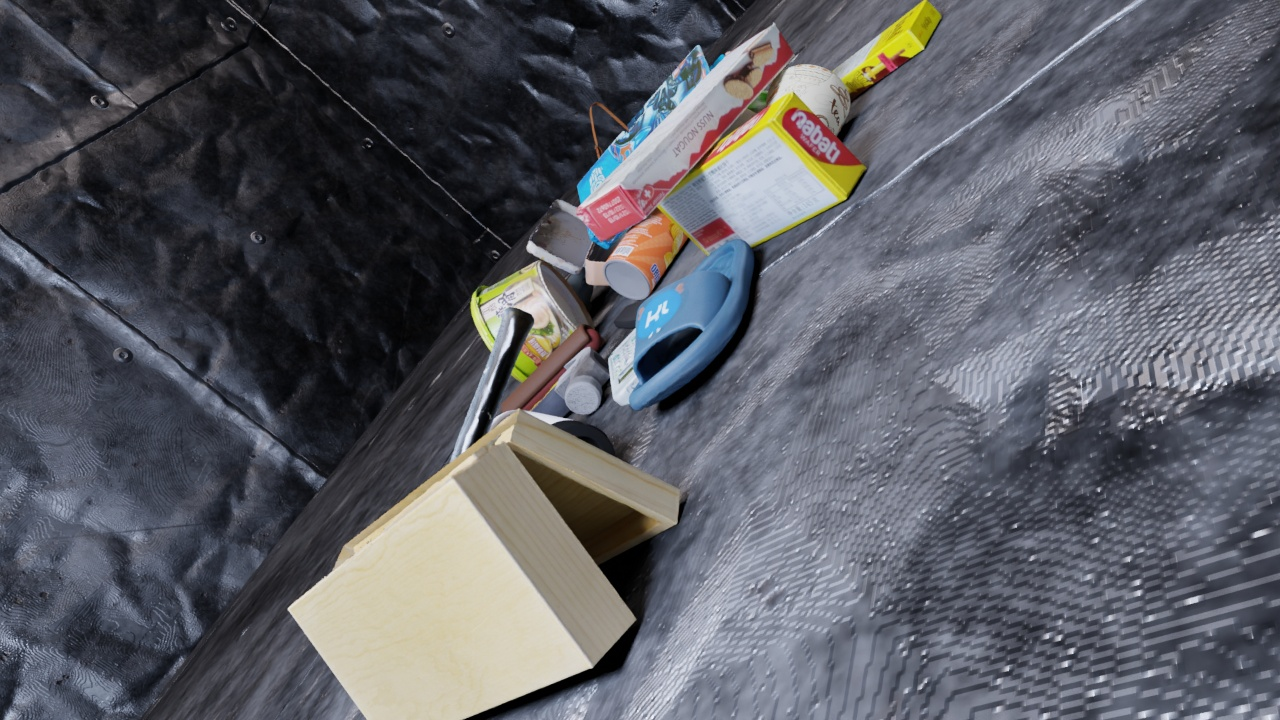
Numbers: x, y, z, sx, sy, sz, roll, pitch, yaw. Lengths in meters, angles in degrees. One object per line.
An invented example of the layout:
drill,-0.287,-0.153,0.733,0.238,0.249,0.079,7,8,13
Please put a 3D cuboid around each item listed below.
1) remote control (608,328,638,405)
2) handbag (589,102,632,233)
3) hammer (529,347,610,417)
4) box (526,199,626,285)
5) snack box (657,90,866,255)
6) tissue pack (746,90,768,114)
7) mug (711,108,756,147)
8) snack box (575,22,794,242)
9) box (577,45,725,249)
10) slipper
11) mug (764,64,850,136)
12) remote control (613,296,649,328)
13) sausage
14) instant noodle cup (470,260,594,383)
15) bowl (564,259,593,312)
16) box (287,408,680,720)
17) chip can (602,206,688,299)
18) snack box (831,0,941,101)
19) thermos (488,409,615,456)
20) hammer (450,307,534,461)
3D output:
remote control,-0.005,0.005,0.837,0.050,0.022,0.133,-46,14,9
handbag,-0.008,-0.249,1.171,0.093,0.195,0.043,-24,-6,-29
hammer,-0.146,0.103,0.982,0.313,0.035,0.139,-44,13,19
box,-0.060,-0.159,1.203,0.216,0.157,0.063,-80,12,-65
snack box,0.097,-0.153,0.808,0.042,0.092,0.201,-55,15,-24
tissue pack,0.122,-0.290,1.105,0.099,0.034,0.114,-6,-11,-30
mug,0.091,-0.219,1.054,0.112,0.085,0.104,95,-164,-65
snack box,0.047,-0.211,0.839,0.077,0.044,0.272,-16,30,54
box,0.012,-0.235,1.026,0.244,0.066,0.090,-41,31,38
slipper,0.042,-0.042,0.751,0.104,0.059,0.213,-34,18,39
mug,0.134,-0.214,0.882,0.122,0.081,0.097,-13,42,40
remote control,-0.003,-0.052,1.008,0.039,0.010,0.125,-52,14,-13
sausage,-0.103,0.019,1.068,0.156,0.040,0.040,-44,15,18
instant noodle cup,-0.127,-0.050,1.124,0.098,0.146,0.146,-34,17,13
bowl,-0.108,-0.070,1.272,0.151,0.057,0.150,-48,10,11
box,-0.111,0.137,0.587,0.249,0.141,0.148,-36,11,40
chip can,0.033,-0.167,1.101,0.062,0.062,0.209,-27,26,56
snack box,0.233,-0.301,0.932,0.149,0.025,0.061,-28,24,55
thermos,-0.090,0.093,0.776,0.101,0.068,0.230,-60,17,-11
hammer,-0.161,0.107,0.805,0.326,0.036,0.141,-70,18,-7
